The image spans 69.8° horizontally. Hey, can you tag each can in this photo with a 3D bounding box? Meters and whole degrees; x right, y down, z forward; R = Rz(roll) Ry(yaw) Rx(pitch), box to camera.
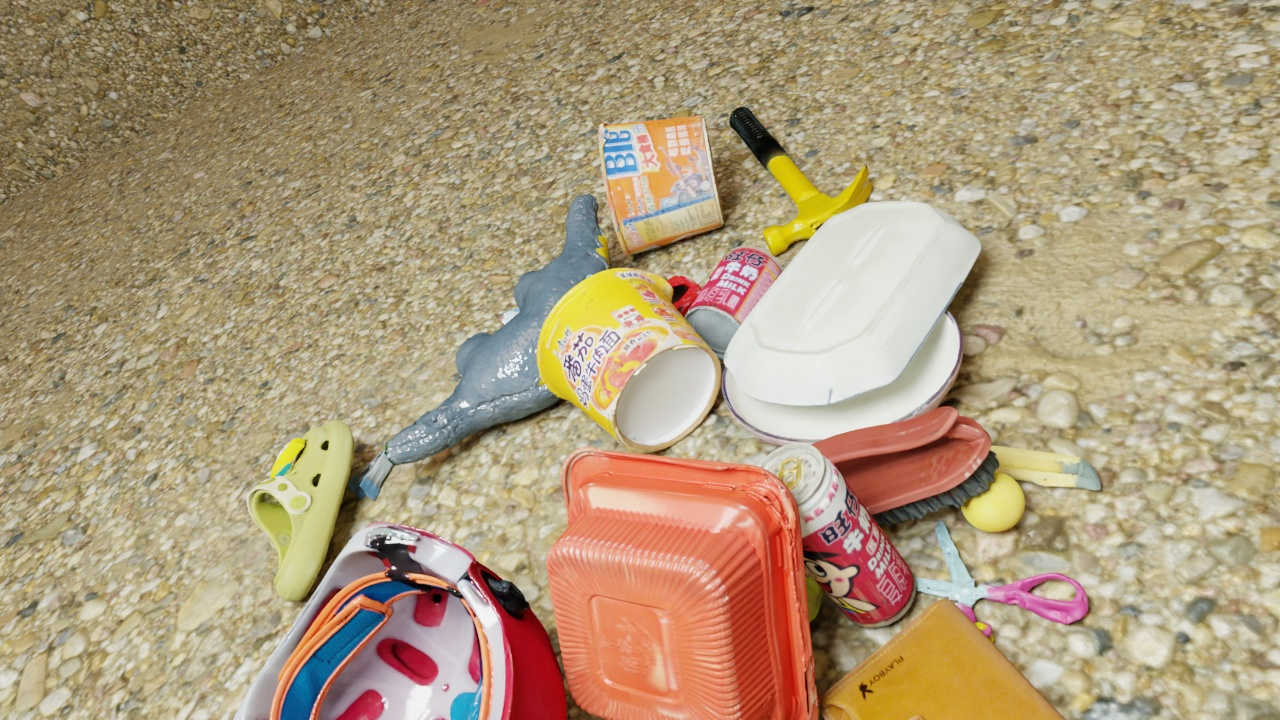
[{"bbox_3d":[0.121,0.111,0.572,0.053,0.133,0.053,-27,34,20],"label":"can"},{"bbox_3d":[0.089,-0.055,0.849,0.067,0.066,0.093,6,48,36],"label":"can"}]

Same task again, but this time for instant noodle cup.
[{"bbox_3d":[0.026,-0.195,0.997,0.111,0.151,0.151,-10,39,8],"label":"instant noodle cup"},{"bbox_3d":[0.016,0.150,0.547,0.165,0.189,0.078,1,16,33],"label":"instant noodle cup"},{"bbox_3d":[-0.005,0.005,0.788,0.138,0.138,0.110,-36,46,-11],"label":"instant noodle cup"}]

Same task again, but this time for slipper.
[{"bbox_3d":[-0.319,0.129,0.849,0.092,0.081,0.190,-52,28,35],"label":"slipper"}]

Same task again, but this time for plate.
[{"bbox_3d":[0.174,-0.061,0.766,0.162,0.034,0.264,10,46,41],"label":"plate"},{"bbox_3d":[0.163,0.011,0.742,0.192,0.039,0.192,-17,34,11],"label":"plate"}]

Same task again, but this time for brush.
[{"bbox_3d":[0.164,0.073,0.615,0.146,0.069,0.063,-27,32,39],"label":"brush"}]

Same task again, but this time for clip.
[{"bbox_3d":[-0.261,0.109,0.904,0.043,0.027,0.058,-5,41,39],"label":"clip"}]

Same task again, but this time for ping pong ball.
[{"bbox_3d":[0.233,0.093,0.607,0.040,0.040,0.040,-17,38,13],"label":"ping pong ball"}]

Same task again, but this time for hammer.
[{"bbox_3d":[0.158,-0.219,1.031,0.129,0.033,0.300,-25,37,3],"label":"hammer"}]

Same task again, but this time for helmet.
[{"bbox_3d":[-0.128,0.229,0.576,0.240,0.144,0.207,25,80,45],"label":"helmet"}]

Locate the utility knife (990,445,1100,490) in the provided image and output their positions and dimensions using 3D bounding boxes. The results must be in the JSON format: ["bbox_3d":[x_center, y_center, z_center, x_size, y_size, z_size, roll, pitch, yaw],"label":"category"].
[{"bbox_3d":[0.228,0.072,0.662,0.191,0.020,0.030,-1,38,37],"label":"utility knife"}]

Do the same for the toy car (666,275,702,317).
[{"bbox_3d":[0.015,-0.041,0.902,0.106,0.031,0.049,-41,45,-7],"label":"toy car"}]

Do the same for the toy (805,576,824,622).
[{"bbox_3d":[0.073,0.171,0.621,0.097,0.031,0.099,-1,45,33],"label":"toy"}]

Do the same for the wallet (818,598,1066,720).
[{"bbox_3d":[0.166,0.212,0.508,0.119,0.035,0.130,-37,33,-1],"label":"wallet"}]

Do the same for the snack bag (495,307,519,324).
[{"bbox_3d":[-0.123,-0.034,0.988,0.048,0.026,0.104,-19,37,-13],"label":"snack bag"}]

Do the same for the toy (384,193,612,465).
[{"bbox_3d":[-0.104,-0.023,0.898,0.138,0.091,0.355,25,64,24],"label":"toy"}]

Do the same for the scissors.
[{"bbox_3d":[0.214,0.147,0.578,0.130,0.017,0.133,-21,34,14],"label":"scissors"}]
